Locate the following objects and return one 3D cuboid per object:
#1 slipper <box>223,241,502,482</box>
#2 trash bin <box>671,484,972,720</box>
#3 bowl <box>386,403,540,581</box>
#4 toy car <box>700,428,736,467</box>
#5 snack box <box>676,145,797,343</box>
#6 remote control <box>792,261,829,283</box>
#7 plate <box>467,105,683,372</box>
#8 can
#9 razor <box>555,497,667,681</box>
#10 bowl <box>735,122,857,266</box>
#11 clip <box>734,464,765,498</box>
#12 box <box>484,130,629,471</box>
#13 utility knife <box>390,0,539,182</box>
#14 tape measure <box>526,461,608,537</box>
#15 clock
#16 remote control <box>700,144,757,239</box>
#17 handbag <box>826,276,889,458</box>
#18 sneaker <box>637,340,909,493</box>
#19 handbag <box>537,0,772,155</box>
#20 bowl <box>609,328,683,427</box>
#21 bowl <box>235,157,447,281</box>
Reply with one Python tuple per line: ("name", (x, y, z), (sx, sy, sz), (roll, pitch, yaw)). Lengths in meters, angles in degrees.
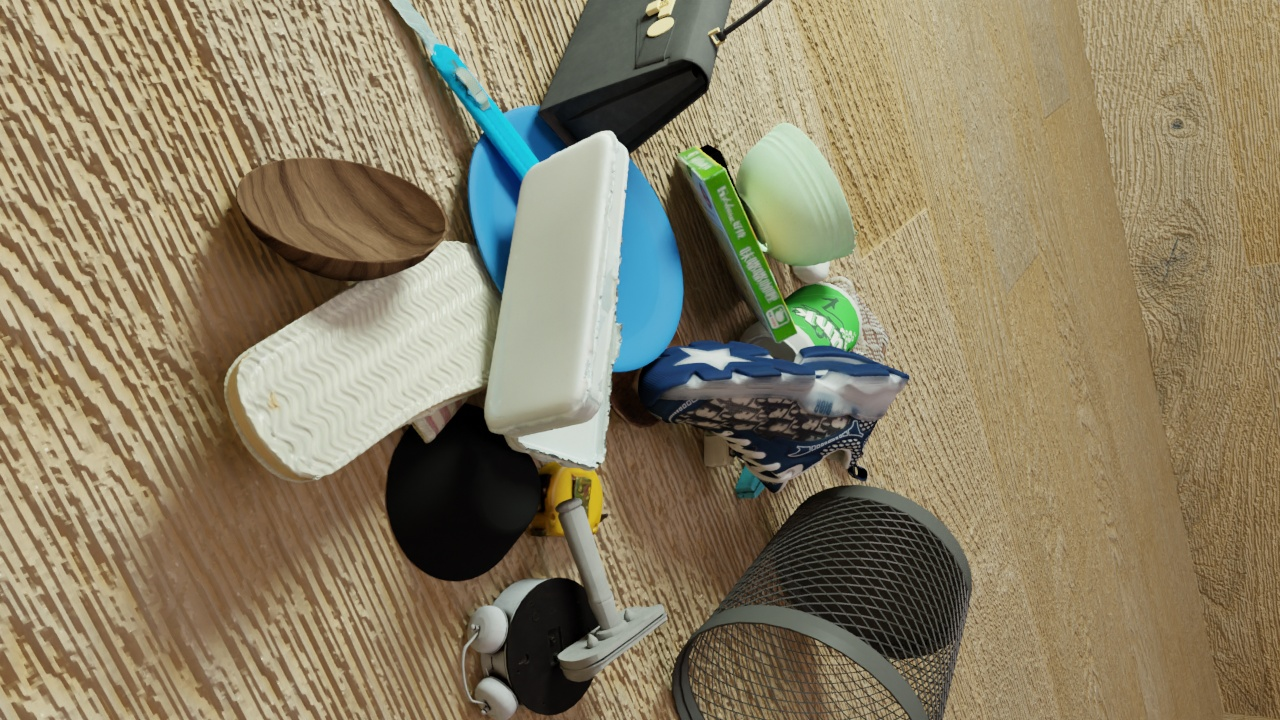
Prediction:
("slipper", (-0.154, 0.000, 0.578), (0.115, 0.052, 0.262), (62, 30, -8))
("trash bin", (0.177, 0.251, 0.823), (0.226, 0.218, 0.218), (-41, 115, -50))
("bowl", (-0.106, 0.089, 0.628), (0.124, 0.053, 0.124), (11, 76, -49))
("toy car", (0.067, 0.043, 0.859), (0.039, 0.039, 0.113), (6, 79, -28))
("snack box", (0.089, -0.111, 0.857), (0.168, 0.027, 0.132), (62, 3, -23))
("remote control", (0.195, -0.145, 1.048), (0.060, 0.028, 0.114), (18, 70, -48))
("plate", (-0.050, -0.095, 0.732), (0.224, 0.024, 0.224), (23, 57, -40))
("can", (0.165, -0.021, 0.946), (0.139, 0.088, 0.088), (-35, 111, -47))
("razor", (-0.034, 0.156, 0.661), (0.088, 0.047, 0.116), (-20, 92, -50))
("bowl", (0.144, -0.155, 0.924), (0.077, 0.151, 0.151), (-29, 112, -4))
("clip", (0.140, 0.098, 0.948), (0.120, 0.033, 0.122), (34, 59, -47))
("box", (-0.031, -0.041, 0.622), (0.129, 0.105, 0.210), (22, 63, -45))
("utility knife", (-0.123, -0.192, 0.665), (0.220, 0.015, 0.031), (50, 40, -17))
("tape measure", (-0.055, 0.106, 0.706), (0.068, 0.030, 0.059), (12, 77, -49))
("clock", (-0.080, 0.206, 0.656), (0.122, 0.035, 0.094), (-6, 89, -50))
("remote control", (0.096, -0.145, 0.916), (0.013, 0.034, 0.150), (-29, 119, -3))
("handbag", (0.242, 0.007, 1.066), (0.124, 0.047, 0.185), (45, 52, -37))
("sneaker", (0.115, 0.057, 0.812), (0.269, 0.103, 0.132), (2, 106, -31))
("handbag", (0.036, -0.262, 0.724), (0.072, 0.196, 0.175), (45, 44, -34))
("bowl", (-0.005, 0.005, 0.785), (0.114, 0.026, 0.102), (-34, 111, -47))
("bowl", (-0.178, -0.079, 0.549), (0.119, 0.119, 0.032), (-28, 146, -49))
